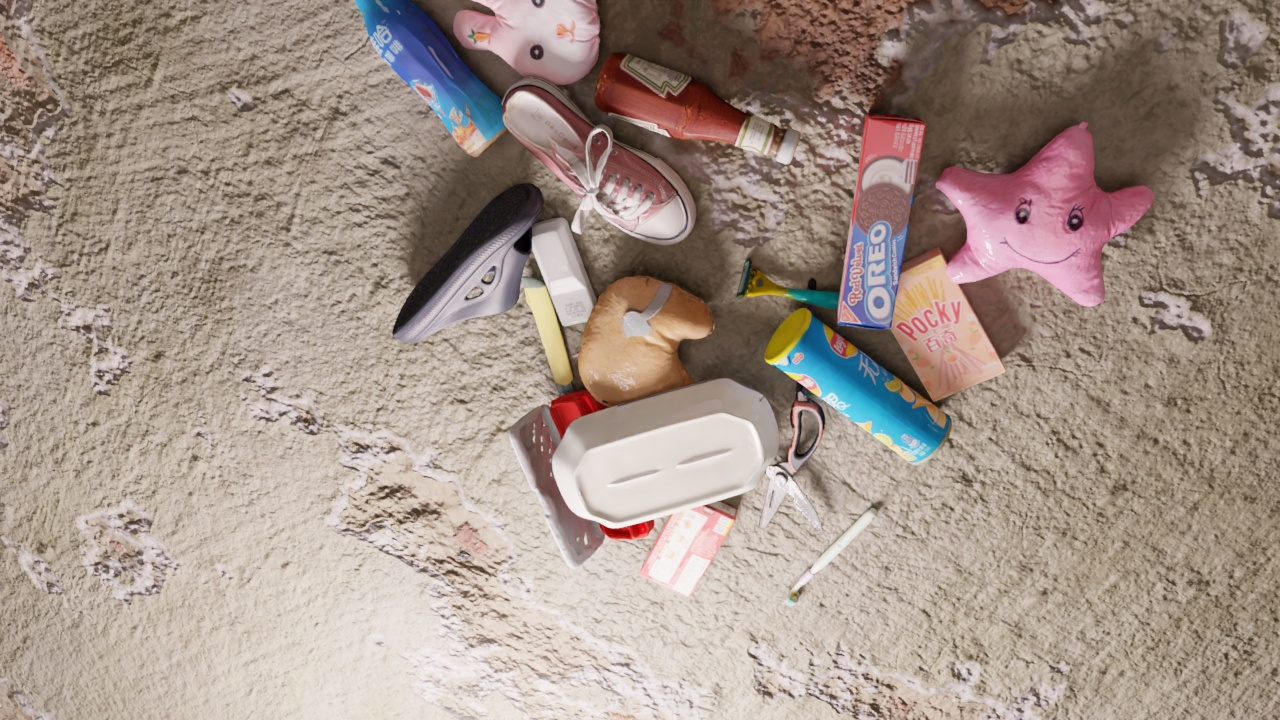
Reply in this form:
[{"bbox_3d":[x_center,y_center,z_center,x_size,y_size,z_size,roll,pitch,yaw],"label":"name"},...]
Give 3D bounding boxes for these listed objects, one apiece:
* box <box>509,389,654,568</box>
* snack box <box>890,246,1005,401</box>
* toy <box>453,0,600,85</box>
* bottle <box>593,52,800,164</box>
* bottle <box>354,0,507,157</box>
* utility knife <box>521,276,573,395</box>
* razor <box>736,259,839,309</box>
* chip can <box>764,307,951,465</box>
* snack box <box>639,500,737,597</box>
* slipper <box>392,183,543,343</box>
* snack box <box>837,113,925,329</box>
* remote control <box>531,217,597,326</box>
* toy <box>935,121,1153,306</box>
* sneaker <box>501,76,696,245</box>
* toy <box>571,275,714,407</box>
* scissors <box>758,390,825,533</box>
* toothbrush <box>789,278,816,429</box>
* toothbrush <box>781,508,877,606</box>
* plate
[{"bbox_3d":[-0.069,0.145,1.109,0.095,0.100,0.201,-12,107,38],"label":"box"},{"bbox_3d":[0.317,-0.036,0.983,0.085,0.026,0.157,-27,110,25],"label":"snack box"},{"bbox_3d":[-0.115,-0.336,0.904,0.159,0.054,0.121,14,128,13],"label":"toy"},{"bbox_3d":[0.057,-0.245,0.911,0.206,0.059,0.060,20,121,1],"label":"bottle"},{"bbox_3d":[-0.221,-0.310,0.935,0.065,0.065,0.218,-34,106,27],"label":"bottle"},{"bbox_3d":[-0.107,-0.022,1.096,0.031,0.019,0.179,-3,117,19],"label":"utility knife"},{"bbox_3d":[0.172,-0.073,0.990,0.132,0.028,0.043,12,77,11],"label":"razor"},{"bbox_3d":[0.239,0.030,1.005,0.210,0.071,0.071,35,120,-11],"label":"chip can"},{"bbox_3d":[0.061,0.238,1.197,0.075,0.025,0.153,25,121,0],"label":"snack box"},{"bbox_3d":[-0.179,-0.096,1.032,0.083,0.110,0.269,35,127,-25],"label":"slipper"},{"bbox_3d":[0.236,-0.136,0.911,0.057,0.058,0.208,8,110,8],"label":"snack box"},{"bbox_3d":[-0.088,-0.100,1.045,0.049,0.024,0.125,-12,116,20],"label":"remote control"},{"bbox_3d":[0.379,-0.144,0.879,0.195,0.074,0.179,13,120,7],"label":"toy"},{"bbox_3d":[-0.043,-0.187,0.934,0.241,0.087,0.119,36,123,-22],"label":"sneaker"},{"bbox_3d":[-0.006,0.006,1.052,0.143,0.082,0.226,19,123,3],"label":"toy"},{"bbox_3d":[0.168,0.124,1.103,0.225,0.015,0.190,45,128,-11],"label":"scissors"},{"bbox_3d":[0.185,-0.006,1.042,0.014,0.016,0.189,5,117,7],"label":"toothbrush"},{"bbox_3d":[0.241,0.251,1.167,0.020,0.029,0.190,53,124,30],"label":"toothbrush"},{"bbox_3d":[0.031,0.116,1.054,0.266,0.034,0.162,-15,116,3],"label":"plate"}]
